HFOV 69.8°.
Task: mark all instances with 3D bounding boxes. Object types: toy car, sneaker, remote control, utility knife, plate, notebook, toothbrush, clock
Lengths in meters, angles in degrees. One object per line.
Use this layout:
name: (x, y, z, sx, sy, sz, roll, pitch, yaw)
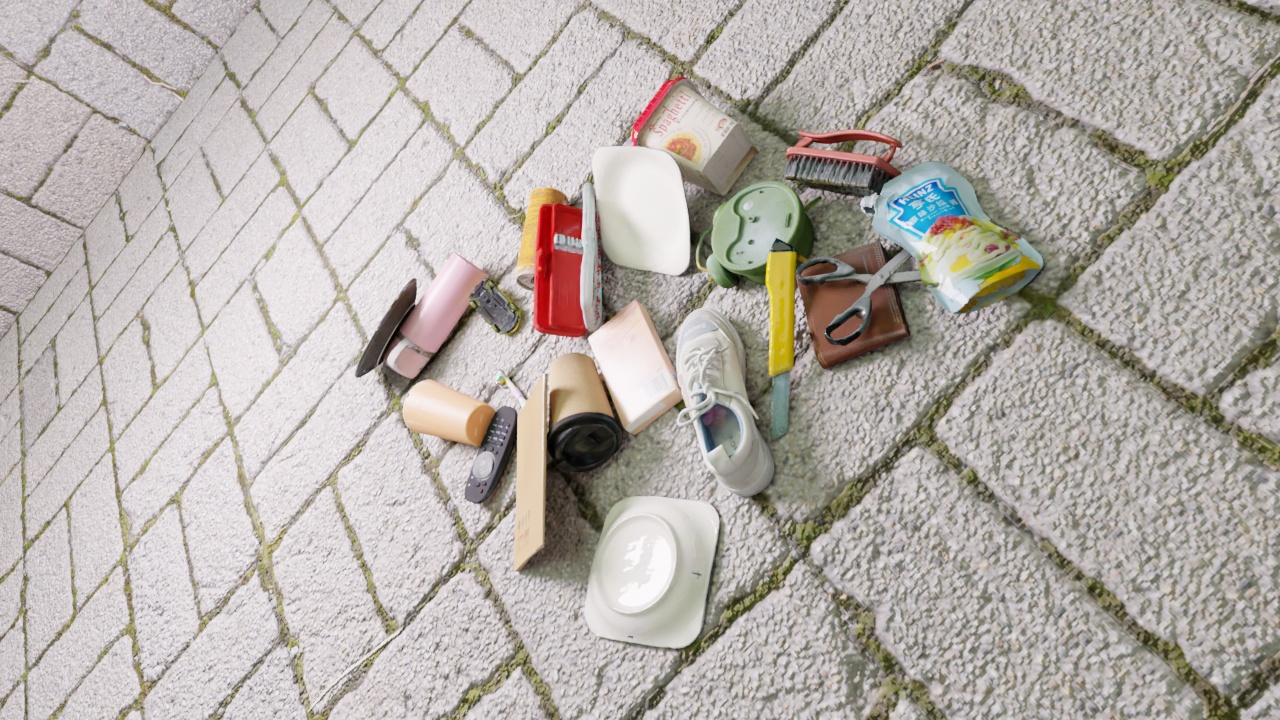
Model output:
toy car: (-0.209, -0.076, 1.340, 0.048, 0.032, 0.105, -49, 58, 7)
sneaker: (0.075, 0.032, 1.011, 0.090, 0.090, 0.241, -31, 51, 21)
remote control: (-0.195, 0.127, 1.223, 0.053, 0.024, 0.136, 11, 76, 40)
utility knife: (0.151, -0.023, 0.997, 0.033, 0.015, 0.223, 1, 84, 18)
plate: (-0.385, -0.046, 1.417, 0.180, 0.024, 0.179, -57, 9, 13)
notebook: (-0.133, 0.138, 1.112, 0.148, 0.008, 0.207, 129, 144, -59)
plate: (0.004, 0.225, 1.005, 0.164, 0.034, 0.164, -5, 64, 37)
toothbrush: (-0.148, 0.071, 1.221, 0.020, 0.029, 0.189, -21, 43, -23)
plate: (0.008, -0.195, 1.179, 0.164, 0.034, 0.164, 16, 122, 42)
clock: (0.132, -0.144, 1.082, 0.162, 0.056, 0.116, -6, 63, 37)

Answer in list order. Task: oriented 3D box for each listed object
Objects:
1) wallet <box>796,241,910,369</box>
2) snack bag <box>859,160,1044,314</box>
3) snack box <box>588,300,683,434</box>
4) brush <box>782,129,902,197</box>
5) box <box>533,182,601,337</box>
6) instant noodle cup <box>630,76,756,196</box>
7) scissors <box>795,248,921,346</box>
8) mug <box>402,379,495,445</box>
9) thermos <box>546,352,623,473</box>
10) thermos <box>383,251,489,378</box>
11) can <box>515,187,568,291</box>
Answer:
wallet: (0.226, -0.060, 0.980, 0.101, 0.032, 0.124, -23, 56, 25)
snack bag: (0.310, -0.132, 0.934, 0.110, 0.039, 0.191, -31, 51, 5)
snack box: (-0.007, 0.007, 1.134, 0.085, 0.026, 0.157, -38, 48, 17)
brush: (0.227, -0.229, 1.047, 0.146, 0.063, 0.069, 22, 93, 45)
box: (-0.088, -0.139, 1.224, 0.101, 0.095, 0.201, 126, 148, -58)
instant noodle cup: (0.071, -0.280, 1.174, 0.124, 0.116, 0.116, 37, 92, 33)
scissors: (0.245, -0.085, 0.957, 0.159, 0.014, 0.181, 30, 73, 31)
mug: (-0.260, 0.077, 1.273, 0.123, 0.078, 0.078, 14, 76, 37)
thermos: (-0.075, 0.061, 1.123, 0.093, 0.093, 0.143, -35, 42, 19)
thermos: (-0.314, -0.067, 1.384, 0.067, 0.087, 0.198, 37, 91, 7)
can: (-0.141, -0.174, 1.318, 0.058, 0.058, 0.145, -11, 61, 35)
